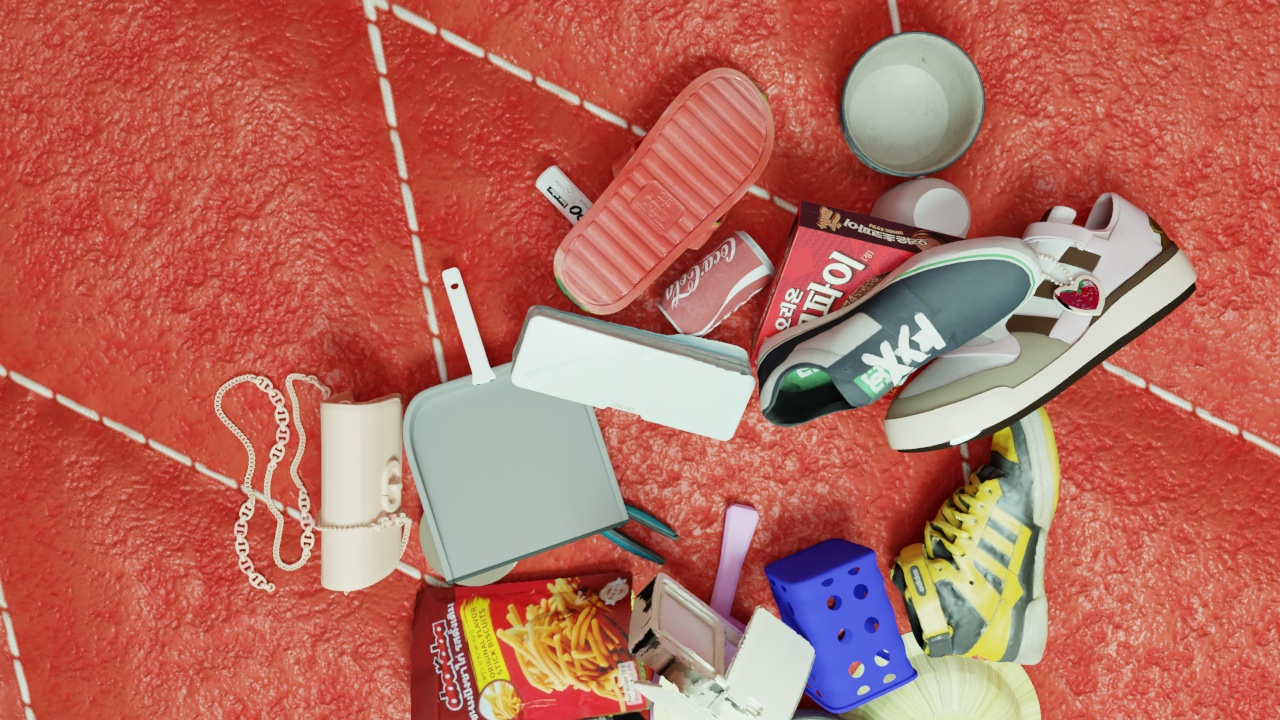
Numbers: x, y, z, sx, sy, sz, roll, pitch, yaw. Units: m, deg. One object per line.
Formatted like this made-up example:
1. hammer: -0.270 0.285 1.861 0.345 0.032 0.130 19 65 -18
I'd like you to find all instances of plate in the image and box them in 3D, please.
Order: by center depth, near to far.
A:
1. plate: 0.274 0.337 0.823 0.184 0.036 0.184 0 95 1

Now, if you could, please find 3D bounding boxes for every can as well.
1. can: 0.064 -0.063 0.787 0.096 0.054 0.054 -39 93 4

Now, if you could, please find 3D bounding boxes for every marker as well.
1. marker: -0.040 -0.117 0.799 0.025 0.025 0.126 -44 92 4

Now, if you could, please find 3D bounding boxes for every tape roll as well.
1. tape roll: -0.148 0.152 0.821 0.094 0.030 0.094 0 95 1

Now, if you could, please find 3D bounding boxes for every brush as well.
1. brush: 0.068 0.242 0.817 0.089 0.043 0.229 13 95 0

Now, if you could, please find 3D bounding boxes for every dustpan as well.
1. dustpan: -0.126 0.044 0.796 0.163 0.033 0.257 -18 81 -7

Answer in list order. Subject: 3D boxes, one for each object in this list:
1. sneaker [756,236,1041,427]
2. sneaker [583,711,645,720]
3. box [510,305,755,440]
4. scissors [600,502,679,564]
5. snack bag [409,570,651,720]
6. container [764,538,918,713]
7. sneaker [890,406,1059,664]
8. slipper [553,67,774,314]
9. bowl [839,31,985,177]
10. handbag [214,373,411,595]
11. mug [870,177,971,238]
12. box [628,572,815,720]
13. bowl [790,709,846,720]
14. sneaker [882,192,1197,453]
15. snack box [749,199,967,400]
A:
1. sneaker: 0.190 -0.011 0.696 0.236 0.078 0.084 -28 121 33
2. sneaker: -0.005 0.430 0.820 0.124 0.088 0.239 -34 85 8
3. box: -0.005 0.008 0.761 0.199 0.086 0.072 14 54 -13
4. scissors: -0.031 0.131 0.824 0.135 0.019 0.130 -17 86 -5
5. snack bag: -0.100 0.260 0.811 0.208 0.067 0.138 -9 73 4
6. container: 0.168 0.223 0.788 0.084 0.085 0.113 -19 93 -14
7. sneaker: 0.278 0.146 0.781 0.122 0.086 0.238 -2 98 -3
8. slipper: 0.021 -0.138 0.780 0.103 0.059 0.248 40 81 -5
9. bowl: 0.221 -0.209 0.769 0.115 0.059 0.115 0 95 1
10. handbag: -0.294 0.116 0.778 0.187 0.116 0.199 1 95 1
11. mug: 0.247 -0.103 0.762 0.071 0.089 0.107 -40 93 4
12. box: 0.066 0.239 0.697 0.143 0.181 0.081 38 106 -8
13. bowl: 0.144 0.369 0.812 0.145 0.067 0.145 0 96 -1
14. sneaker: 0.306 -0.038 0.740 0.293 0.112 0.116 -32 91 -6
15. snack box: 0.173 -0.044 0.750 0.132 0.035 0.152 13 135 0
